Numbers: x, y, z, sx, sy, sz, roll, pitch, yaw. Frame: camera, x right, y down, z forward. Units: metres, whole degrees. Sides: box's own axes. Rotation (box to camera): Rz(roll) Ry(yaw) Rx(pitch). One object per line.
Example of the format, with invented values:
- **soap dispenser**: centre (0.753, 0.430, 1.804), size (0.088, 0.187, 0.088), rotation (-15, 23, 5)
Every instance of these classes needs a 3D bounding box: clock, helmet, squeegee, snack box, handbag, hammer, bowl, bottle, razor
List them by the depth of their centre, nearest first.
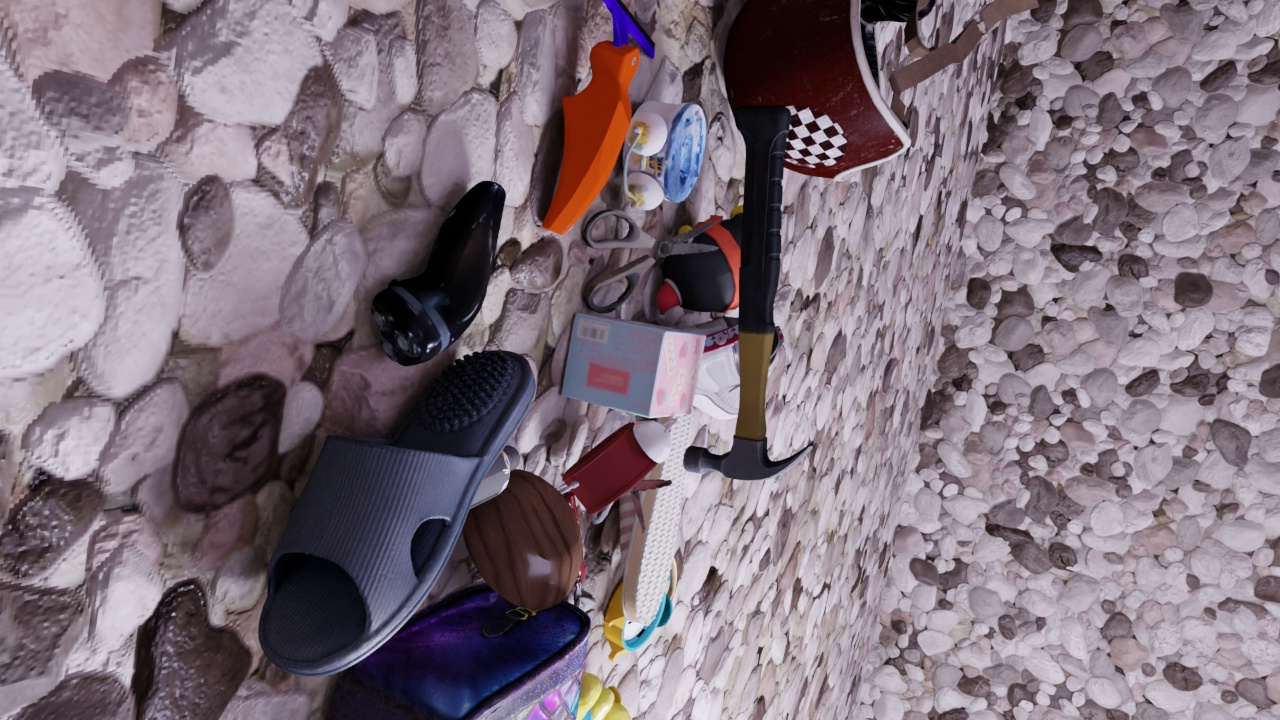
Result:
- **razor**: centre (-0.131, -0.063, 0.609), size (0.063, 0.053, 0.140), rotation (32, 63, -29)
- **bottle**: centre (-0.129, 0.086, 0.680), size (0.112, 0.047, 0.047), rotation (-20, 120, -59)
- **handbag**: centre (-0.123, 0.294, 0.702), size (0.221, 0.126, 0.205), rotation (-5, 106, -61)
- **squeegee**: centre (-0.036, -0.188, 0.722), size (0.185, 0.055, 0.249), rotation (-68, 170, 9)
- **bowl**: centre (-0.084, 0.134, 0.729), size (0.119, 0.032, 0.119), rotation (33, 38, -32)
- **hammer**: centre (0.103, -0.053, 0.811), size (0.025, 0.118, 0.333), rotation (-21, 116, -64)
- **clock**: centre (0.016, -0.185, 0.824), size (0.125, 0.052, 0.089), rotation (-45, 145, -52)
- **clock**: centre (-0.018, 0.090, 0.826), size (0.124, 0.044, 0.087), rotation (-38, -179, -8)
- **snack box**: centre (-0.005, 0.005, 0.835), size (0.094, 0.093, 0.079), rotation (0, 101, -64)
- **helmet**: centre (0.217, -0.308, 0.940), size (0.233, 0.254, 0.233), rotation (30, 68, -38)
- **clock**: centre (0.003, 0.276, 1.044), size (0.129, 0.044, 0.099), rotation (-39, 136, -41)

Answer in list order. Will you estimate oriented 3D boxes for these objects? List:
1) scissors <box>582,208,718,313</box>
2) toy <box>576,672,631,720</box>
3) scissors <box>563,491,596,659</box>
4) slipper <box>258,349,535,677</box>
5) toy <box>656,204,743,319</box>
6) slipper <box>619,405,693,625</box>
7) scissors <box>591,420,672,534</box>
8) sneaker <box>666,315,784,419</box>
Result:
- **scissors**: centre (0.006, -0.094, 0.848), size (0.163, 0.012, 0.153), rotation (28, 91, -46)
- **toy**: centre (-0.069, 0.384, 0.904), size (0.148, 0.084, 0.214), rotation (-59, 151, -17)
- **scissors**: centre (-0.068, 0.225, 0.873), size (0.179, 0.015, 0.200), rotation (-61, 151, -68)
- **slipper**: centre (-0.155, 0.065, 0.574), size (0.262, 0.101, 0.082), rotation (-61, 143, -41)
- **toy**: centre (0.070, -0.094, 0.942), size (0.119, 0.098, 0.100), rotation (-26, 97, -29)
- **slipper**: centre (0.011, 0.149, 0.989), size (0.115, 0.052, 0.262), rotation (58, 40, -60)
- **scissors**: centre (-0.005, 0.110, 0.888), size (0.014, 0.142, 0.164), rotation (30, 47, -20)
- **sneaker**: centre (0.105, -0.001, 0.990), size (0.262, 0.129, 0.096), rotation (19, 57, -62)
